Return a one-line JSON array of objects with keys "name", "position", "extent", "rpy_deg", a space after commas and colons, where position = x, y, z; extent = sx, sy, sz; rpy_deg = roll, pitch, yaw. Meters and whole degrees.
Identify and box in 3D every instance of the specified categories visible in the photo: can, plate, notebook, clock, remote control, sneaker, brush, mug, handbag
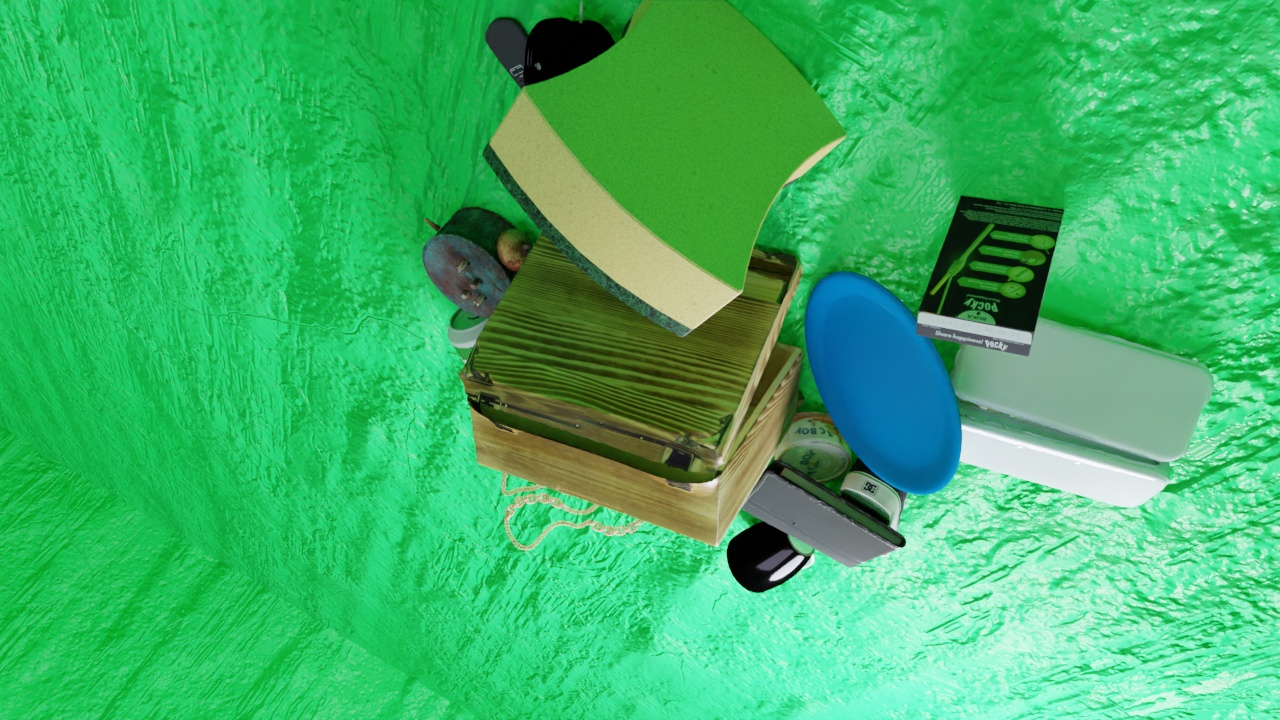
[{"name": "can", "position": [-0.175, -0.008, 1.149], "extent": [0.088, 0.087, 0.140], "rpy_deg": [1, 134, 34]}, {"name": "can", "position": [0.192, 0.099, 1.029], "extent": [0.086, 0.043, 0.086], "rpy_deg": [2, 139, 2]}, {"name": "plate", "position": [0.230, 0.019, 0.865], "extent": [0.224, 0.024, 0.225], "rpy_deg": [56, 159, 33]}, {"name": "notebook", "position": [0.199, 0.181, 1.057], "extent": [0.169, 0.029, 0.209], "rpy_deg": [31, 160, 8]}, {"name": "clock", "position": [-0.173, -0.105, 1.049], "extent": [0.158, 0.073, 0.121], "rpy_deg": [14, 140, 20]}, {"name": "remote control", "position": [-0.102, -0.266, 0.867], "extent": [0.047, 0.009, 0.124], "rpy_deg": [-10, 127, 42]}, {"name": "sneaker", "position": [0.269, 0.160, 1.052], "extent": [0.084, 0.079, 0.235], "rpy_deg": [28, 161, 19]}, {"name": "brush", "position": [0.028, -0.164, 0.692], "extent": [0.195, 0.249, 0.075], "rpy_deg": [42, 142, -8]}, {"name": "clock", "position": [-0.064, -0.248, 0.808], "extent": [0.091, 0.042, 0.121], "rpy_deg": [59, 144, 10]}, {"name": "mug", "position": [0.189, 0.253, 1.210], "extent": [0.118, 0.084, 0.100], "rpy_deg": [17, 141, -32]}, {"name": "handbag", "position": [-0.057, 0.127, 1.118], "extent": [0.198, 0.187, 0.117], "rpy_deg": [6, 158, -30]}]

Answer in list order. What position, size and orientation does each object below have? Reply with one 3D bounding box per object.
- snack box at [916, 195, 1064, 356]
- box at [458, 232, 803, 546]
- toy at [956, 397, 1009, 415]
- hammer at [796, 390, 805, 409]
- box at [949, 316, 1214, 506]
[{"name": "snack box", "position": [0.273, -0.070, 0.712], "extent": [0.080, 0.147, 0.025], "rpy_deg": [13, 140, 23]}, {"name": "box", "position": [-0.008, 0.008, 0.914], "extent": [0.279, 0.257, 0.221], "rpy_deg": [16, 129, 21]}, {"name": "toy", "position": [0.308, 0.056, 0.918], "extent": [0.115, 0.046, 0.092], "rpy_deg": [-21, 119, 39]}, {"name": "hammer", "position": [0.113, 0.125, 1.139], "extent": [0.098, 0.052, 0.329], "rpy_deg": [33, 140, -2]}, {"name": "box", "position": [0.374, 0.054, 0.824], "extent": [0.211, 0.084, 0.186], "rpy_deg": [18, 133, 10]}]
